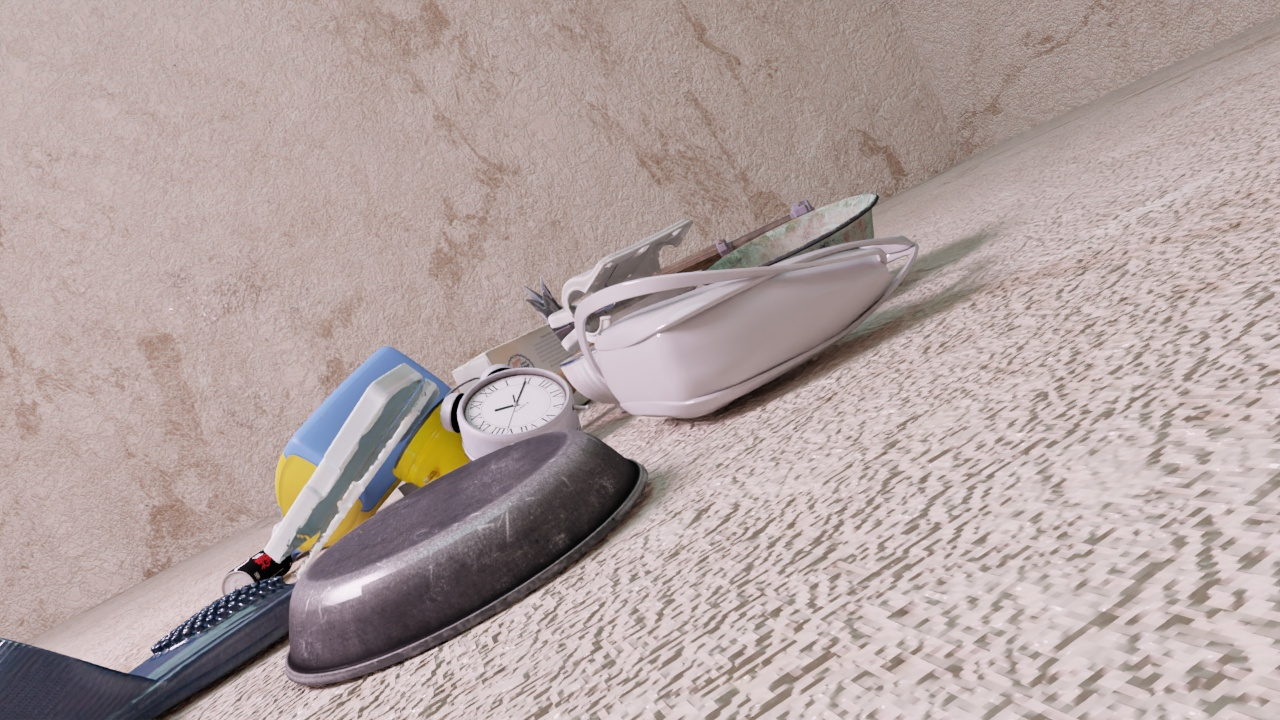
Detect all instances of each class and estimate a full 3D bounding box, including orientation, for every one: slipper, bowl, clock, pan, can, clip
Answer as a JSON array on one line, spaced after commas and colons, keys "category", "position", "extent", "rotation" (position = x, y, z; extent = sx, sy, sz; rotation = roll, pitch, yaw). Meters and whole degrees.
[{"category": "slipper", "position": [-0.302, 0.168, 0.476], "extent": [0.262, 0.082, 0.101], "rotation": [-29, 2, -41]}, {"category": "bowl", "position": [-0.005, 0.005, 0.802], "extent": [0.118, 0.062, 0.118], "rotation": [-26, 4, 2]}, {"category": "clock", "position": [-0.105, 0.040, 0.727], "extent": [0.123, 0.035, 0.094], "rotation": [22, 44, 34]}, {"category": "pan", "position": [-0.099, 0.086, 0.523], "extent": [0.187, 0.055, 0.357], "rotation": [-27, 8, -8]}, {"category": "can", "position": [-0.340, 0.190, 0.817], "extent": [0.031, 0.031, 0.080], "rotation": [-27, 4, 3]}, {"category": "clip", "position": [-0.014, -0.047, 0.795], "extent": [0.125, 0.097, 0.153], "rotation": [-28, -18, -43]}, {"category": "bowl", "position": [0.126, -0.084, 0.749], "extent": [0.157, 0.038, 0.157], "rotation": [-26, 11, 6]}, {"category": "clock", "position": [-0.159, 0.067, 0.784], "extent": [0.118, 0.057, 0.084], "rotation": [-54, -4, -38]}]

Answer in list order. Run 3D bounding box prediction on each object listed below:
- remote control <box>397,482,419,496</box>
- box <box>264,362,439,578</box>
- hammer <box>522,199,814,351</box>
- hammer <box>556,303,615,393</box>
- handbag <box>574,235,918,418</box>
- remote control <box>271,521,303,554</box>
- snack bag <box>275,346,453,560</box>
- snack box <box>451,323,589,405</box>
[{"category": "remote control", "position": [-0.185, 0.110, 0.891], "extent": [0.049, 0.024, 0.144], "rotation": [-35, 7, -40]}, {"category": "box", "position": [-0.241, 0.090, 0.766], "extent": [0.199, 0.066, 0.083], "rotation": [-53, 25, 18]}, {"category": "hammer", "position": [0.045, -0.096, 1.010], "extent": [0.317, 0.147, 0.028], "rotation": [-24, 48, 11]}, {"category": "hammer", "position": [-0.068, 0.018, 0.873], "extent": [0.040, 0.129, 0.320], "rotation": [15, 31, 14]}, {"category": "handbag", "position": [0.081, -0.041, 0.612], "extent": [0.222, 0.095, 0.216], "rotation": [-25, 5, -18]}, {"category": "remote control", "position": [-0.362, 0.183, 0.993], "extent": [0.011, 0.050, 0.135], "rotation": [17, 9, 5]}, {"category": "snack bag", "position": [-0.290, 0.106, 0.934], "extent": [0.206, 0.102, 0.158], "rotation": [-51, 5, 44]}, {"category": "snack box", "position": [-0.117, 0.020, 1.054], "extent": [0.058, 0.104, 0.207], "rotation": [-24, 4, 31]}]
